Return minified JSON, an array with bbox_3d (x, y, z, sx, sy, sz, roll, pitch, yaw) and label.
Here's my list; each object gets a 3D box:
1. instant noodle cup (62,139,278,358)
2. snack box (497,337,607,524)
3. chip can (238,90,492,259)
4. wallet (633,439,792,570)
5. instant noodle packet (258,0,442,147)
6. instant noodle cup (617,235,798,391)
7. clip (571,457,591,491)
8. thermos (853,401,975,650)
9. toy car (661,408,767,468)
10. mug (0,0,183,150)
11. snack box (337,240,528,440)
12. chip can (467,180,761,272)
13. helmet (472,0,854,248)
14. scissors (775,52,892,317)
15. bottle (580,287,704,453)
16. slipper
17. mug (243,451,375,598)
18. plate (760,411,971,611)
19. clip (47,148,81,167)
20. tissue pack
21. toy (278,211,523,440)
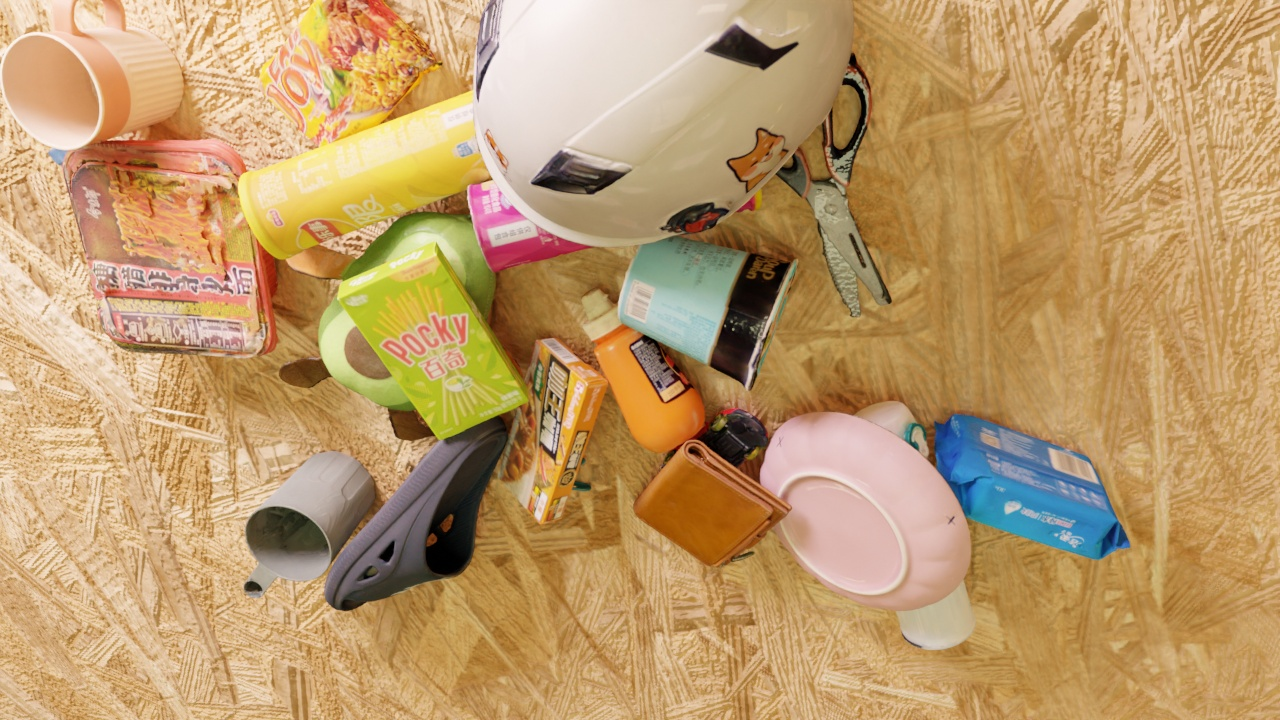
[{"bbox_3d":[-0.389,-0.100,0.786,0.164,0.079,0.189,4,115,8],"label":"instant noodle cup"},{"bbox_3d":[-0.081,0.063,0.812,0.075,0.026,0.154,40,123,35],"label":"snack box"},{"bbox_3d":[-0.195,-0.147,0.709,0.213,0.072,0.072,-20,110,3],"label":"chip can"},{"bbox_3d":[0.063,0.135,0.805,0.119,0.035,0.131,32,143,-1],"label":"wallet"},{"bbox_3d":[-0.235,-0.227,0.722,0.129,0.044,0.111,-41,98,23],"label":"instant noodle packet"},{"bbox_3d":[0.050,-0.048,0.726,0.120,0.111,0.111,21,116,10],"label":"instant noodle cup"},{"bbox_3d":[-0.075,0.108,0.861,0.054,0.013,0.033,-5,112,10],"label":"clip"},{"bbox_3d":[0.233,0.141,0.790,0.073,0.073,0.224,-15,110,16],"label":"thermos"},{"bbox_3d":[0.067,0.078,0.810,0.049,0.031,0.107,39,126,-13],"label":"toy car"},{"bbox_3d":[-0.425,-0.232,0.718,0.082,0.105,0.115,12,115,4],"label":"mug"},{"bbox_3d":[-0.161,-0.012,0.729,0.086,0.026,0.156,-23,125,5],"label":"snack box"},{"bbox_3d":[-0.020,-0.124,0.691,0.210,0.071,0.071,-13,111,3],"label":"chip can"},{"bbox_3d":[0.008,-0.202,0.577,0.274,0.157,0.230,-31,87,2],"label":"helmet"},{"bbox_3d":[0.151,-0.140,0.707,0.201,0.015,0.206,26,115,-2],"label":"scissors"},{"bbox_3d":[-0.005,0.005,0.779,0.067,0.066,0.149,-29,99,20],"label":"bottle"},{"bbox_3d":[-0.195,0.161,0.843,0.083,0.110,0.269,45,114,12],"label":"slipper"},{"bbox_3d":[-0.321,0.158,0.878,0.083,0.103,0.124,39,115,-9],"label":"mug"},{"bbox_3d":[0.173,0.134,0.760,0.192,0.038,0.193,28,136,31],"label":"plate"},{"bbox_3d":[-0.491,-0.165,0.810,0.026,0.042,0.058,-15,113,14],"label":"clip"},{"bbox_3d":[0.310,0.102,0.746,0.157,0.094,0.052,20,121,1],"label":"tissue pack"},{"bbox_3d":[-0.201,-0.031,0.780,0.227,0.089,0.247,30,119,-11],"label":"toy"}]
